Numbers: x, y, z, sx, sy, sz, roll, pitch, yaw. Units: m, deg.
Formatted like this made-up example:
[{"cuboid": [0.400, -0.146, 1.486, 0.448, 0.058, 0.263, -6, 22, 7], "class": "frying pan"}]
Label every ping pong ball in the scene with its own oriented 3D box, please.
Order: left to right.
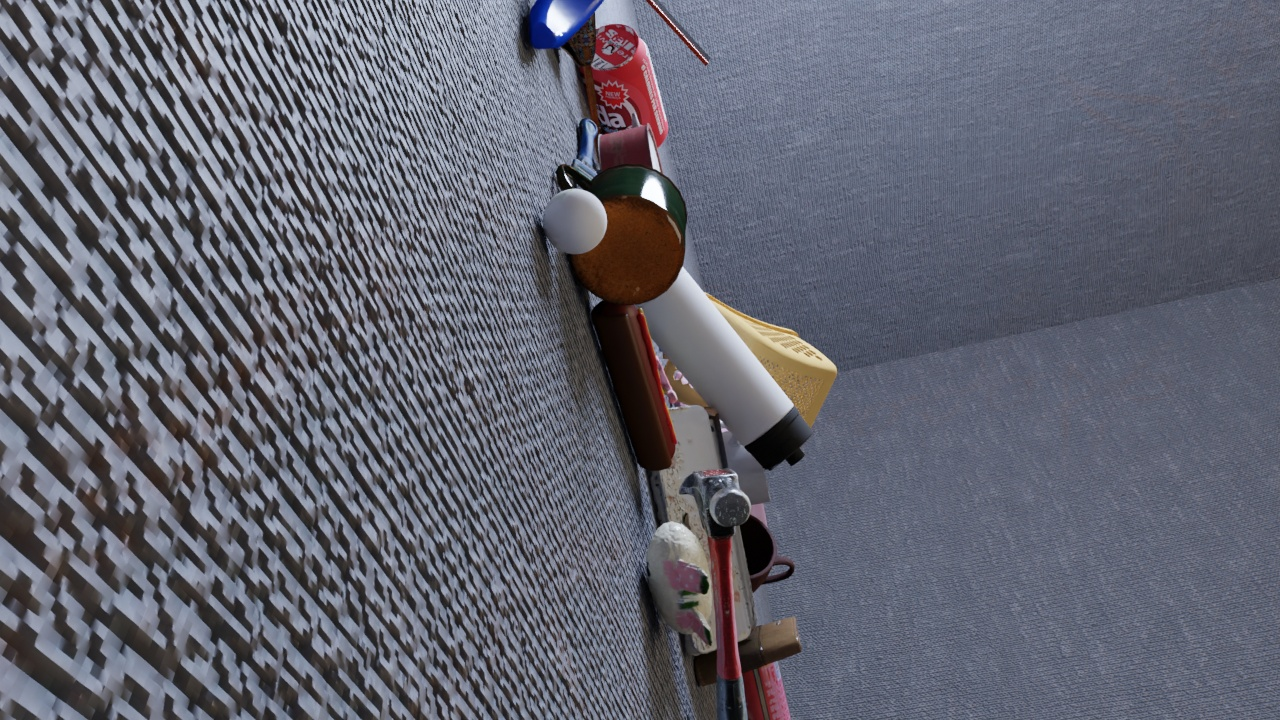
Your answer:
[{"cuboid": [-0.041, -0.087, 0.572, 0.040, 0.040, 0.040, -11, 89, -83], "class": "ping pong ball"}]

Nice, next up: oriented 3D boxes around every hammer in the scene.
[{"cuboid": [0.069, 0.245, 0.734, 0.140, 0.036, 0.326, -141, -134, -81], "class": "hammer"}]

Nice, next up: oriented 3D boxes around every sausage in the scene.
[{"cuboid": [-0.002, 0.019, 0.713, 0.040, 0.040, 0.156, -91, 167, -59], "class": "sausage"}]

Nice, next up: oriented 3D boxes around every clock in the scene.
[{"cuboid": [-0.009, -0.149, 0.866, 0.110, 0.062, 0.156, 70, 12, -51], "class": "clock"}]

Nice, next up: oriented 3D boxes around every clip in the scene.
[{"cuboid": [0.022, 0.022, 0.931, 0.023, 0.044, 0.060, 71, 22, -63], "class": "clip"}]

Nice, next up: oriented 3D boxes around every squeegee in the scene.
[{"cuboid": [-0.052, -0.285, 0.720, 0.249, 0.055, 0.184, 42, 36, -20], "class": "squeegee"}]

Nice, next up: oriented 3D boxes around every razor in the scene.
[{"cuboid": [-0.045, -0.179, 0.800, 0.044, 0.018, 0.140, 33, 26, -23], "class": "razor"}]

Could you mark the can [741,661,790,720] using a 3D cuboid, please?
[{"cuboid": [0.124, 0.366, 0.999, 0.066, 0.067, 0.124, -16, 93, -83], "class": "can"}]

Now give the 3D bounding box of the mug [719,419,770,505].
[{"cuboid": [0.080, 0.107, 0.980, 0.083, 0.096, 0.120, -94, 169, -50], "class": "mug"}]

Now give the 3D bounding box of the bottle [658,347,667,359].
[{"cuboid": [0.020, -0.067, 1.009, 0.048, 0.048, 0.131, -1, 78, -83], "class": "bottle"}]

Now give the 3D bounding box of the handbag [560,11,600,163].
[{"cuboid": [-0.057, -0.272, 0.867, 0.196, 0.043, 0.093, 83, -3, -47], "class": "handbag"}]

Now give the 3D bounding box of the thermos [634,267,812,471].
[{"cuboid": [0.078, 0.010, 0.909, 0.230, 0.068, 0.101, 51, -6, 3], "class": "thermos"}]

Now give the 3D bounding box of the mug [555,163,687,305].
[{"cuboid": [-0.019, -0.099, 0.664, 0.111, 0.085, 0.081, 39, 22, -16], "class": "mug"}]

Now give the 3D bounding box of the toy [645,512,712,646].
[{"cuboid": [0.029, 0.157, 0.669, 0.112, 0.050, 0.087, -122, -161, -63], "class": "toy"}]

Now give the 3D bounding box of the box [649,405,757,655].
[{"cuboid": [0.043, 0.153, 0.850, 0.115, 0.095, 0.217, 149, -67, -67], "class": "box"}]

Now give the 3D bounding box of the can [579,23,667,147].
[{"cuboid": [-0.017, -0.287, 0.995, 0.142, 0.074, 0.074, 66, 13, -60], "class": "can"}]

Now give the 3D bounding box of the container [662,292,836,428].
[{"cuboid": [0.110, 0.007, 1.074, 0.183, 0.129, 0.167, 18, 9, -40], "class": "container"}]

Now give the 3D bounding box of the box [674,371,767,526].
[{"cuboid": [0.084, 0.140, 1.134, 0.107, 0.099, 0.232, 121, -32, -49], "class": "box"}]

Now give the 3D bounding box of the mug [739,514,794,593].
[{"cuboid": [0.105, 0.220, 0.969, 0.087, 0.114, 0.089, -87, -174, -47], "class": "mug"}]

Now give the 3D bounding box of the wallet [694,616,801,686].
[{"cuboid": [0.103, 0.273, 0.870, 0.121, 0.099, 0.027, 36, 35, -79], "class": "wallet"}]
